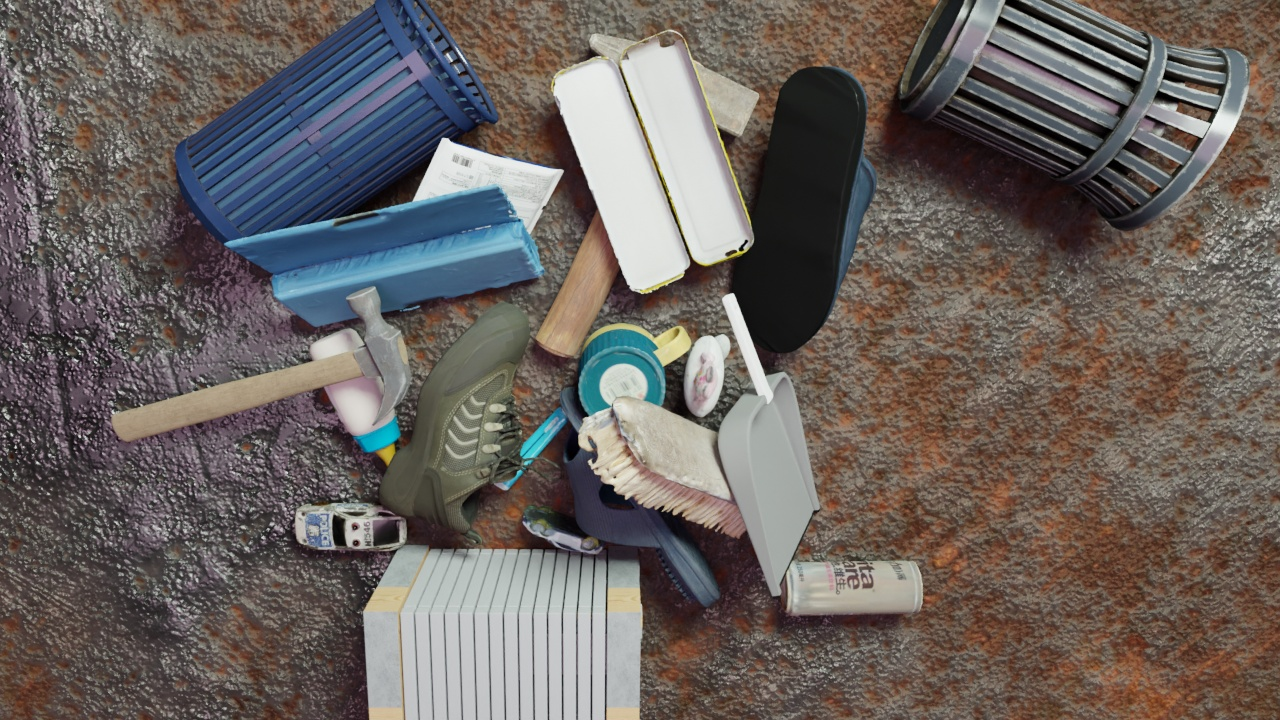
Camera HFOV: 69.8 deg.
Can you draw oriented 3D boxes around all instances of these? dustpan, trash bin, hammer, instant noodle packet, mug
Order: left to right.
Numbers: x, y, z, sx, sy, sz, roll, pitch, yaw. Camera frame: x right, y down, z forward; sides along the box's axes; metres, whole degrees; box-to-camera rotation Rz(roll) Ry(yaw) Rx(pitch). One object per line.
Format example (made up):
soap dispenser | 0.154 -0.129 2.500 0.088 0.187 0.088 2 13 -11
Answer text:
hammer | -0.363 0.030 0.856 0.332 0.030 0.119 -15 109 15
trash bin | -0.265 -0.197 0.791 0.250 0.139 0.139 -32 101 7
instant noodle packet | -0.137 -0.145 0.815 0.026 0.134 0.087 50 119 33
trash bin | -0.124 0.276 0.896 0.247 0.142 0.142 0 103 -1
hammer | -0.026 -0.142 0.858 0.158 0.037 0.301 24 101 -6
mug | -0.005 0.005 0.857 0.113 0.107 0.083 -31 100 5
dustpan | 0.114 0.063 0.845 0.033 0.162 0.257 -16 103 28
trash bin | 0.354 -0.234 0.786 0.227 0.164 0.164 24 101 -3

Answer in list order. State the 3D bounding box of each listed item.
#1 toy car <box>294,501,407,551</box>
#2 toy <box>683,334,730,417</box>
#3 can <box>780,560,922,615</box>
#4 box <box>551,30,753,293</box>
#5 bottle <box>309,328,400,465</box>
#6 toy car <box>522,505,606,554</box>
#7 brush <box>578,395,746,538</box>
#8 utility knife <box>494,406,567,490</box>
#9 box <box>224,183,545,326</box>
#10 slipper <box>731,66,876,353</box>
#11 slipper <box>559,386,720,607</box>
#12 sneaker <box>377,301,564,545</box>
toy car | -0.292 0.169 0.921 0.113 0.040 0.048 0 102 -1
toy | 0.059 0.014 0.852 0.037 0.125 0.076 14 100 7
can | 0.214 0.233 0.939 0.135 0.054 0.054 -1 103 -1
box | 0.013 -0.174 0.817 0.129 0.034 0.209 -21 103 0
bottle | -0.268 0.042 0.888 0.051 0.051 0.146 -22 102 3
toy car | -0.078 0.173 0.928 0.090 0.038 0.027 20 105 -5
brush | 0.044 0.097 0.818 0.057 0.271 0.083 -34 57 20
utility knife | -0.107 0.084 0.919 0.022 0.015 0.117 43 98 18
box | -0.213 -0.090 0.802 0.231 0.174 0.033 -12 73 3
slipper | 0.160 -0.131 0.835 0.109 0.083 0.266 30 125 35
slipper | -0.018 0.149 0.894 0.082 0.101 0.263 -33 105 5
sneaker | -0.140 0.074 0.861 0.143 0.101 0.238 31 105 7
